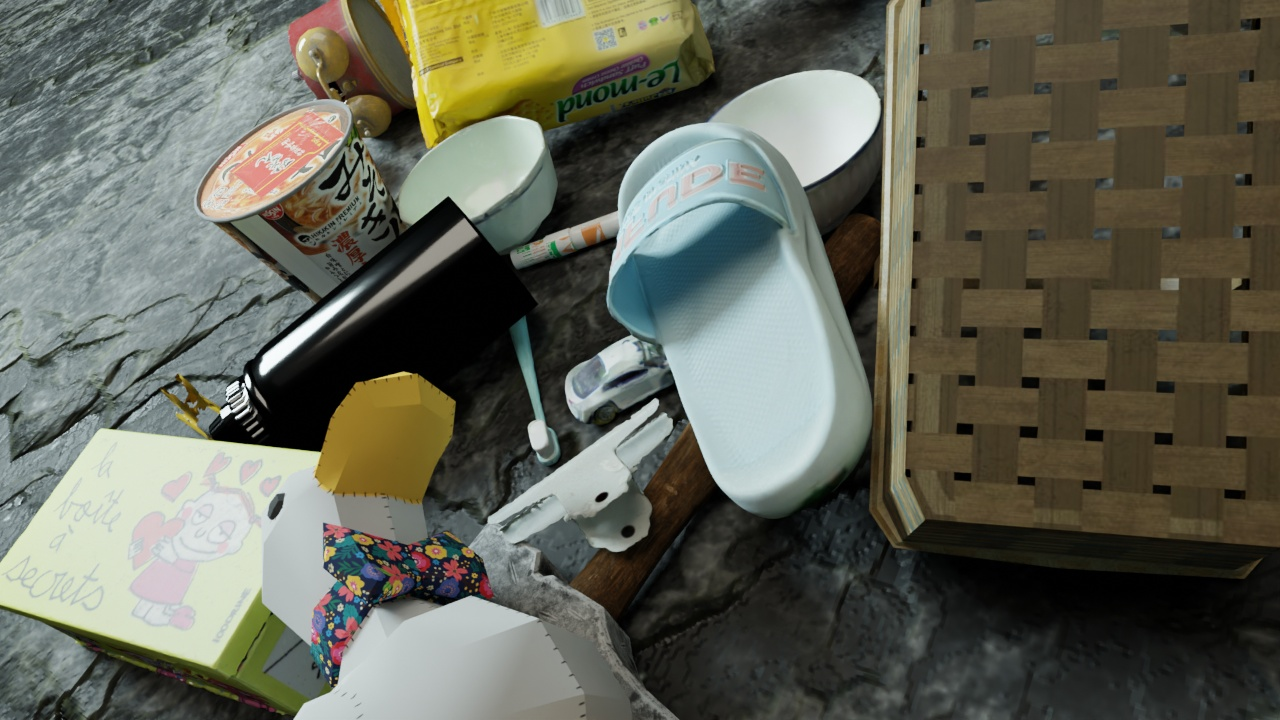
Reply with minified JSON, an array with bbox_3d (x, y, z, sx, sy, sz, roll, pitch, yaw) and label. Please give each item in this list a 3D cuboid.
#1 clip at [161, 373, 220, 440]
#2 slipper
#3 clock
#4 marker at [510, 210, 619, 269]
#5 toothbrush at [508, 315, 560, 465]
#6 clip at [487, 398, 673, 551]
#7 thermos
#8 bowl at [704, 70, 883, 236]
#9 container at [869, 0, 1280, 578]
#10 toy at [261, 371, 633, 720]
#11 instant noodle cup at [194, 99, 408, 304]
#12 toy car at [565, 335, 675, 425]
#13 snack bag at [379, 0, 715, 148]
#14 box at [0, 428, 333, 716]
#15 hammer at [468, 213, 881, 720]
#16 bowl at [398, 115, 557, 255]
[{"bbox_3d":[-0.313,0.030,0.650,0.054,0.049,0.044,21,28,39],"label":"clip"},{"bbox_3d":[0.034,-0.038,0.436,0.104,0.074,0.245,-44,41,27],"label":"slipper"},{"bbox_3d":[-0.266,-0.260,0.831,0.081,0.117,0.158,-24,37,11],"label":"clock"},{"bbox_3d":[-0.020,-0.092,0.625,0.146,0.017,0.017,-18,45,12],"label":"marker"},{"bbox_3d":[-0.073,-0.004,0.576,0.016,0.016,0.180,-26,43,5],"label":"toothbrush"},{"bbox_3d":[-0.022,0.057,0.425,0.101,0.046,0.056,-36,32,-7],"label":"clip"},{"bbox_3d":[-0.167,-0.005,0.566,0.198,0.086,0.086,-39,44,-1],"label":"thermos"},{"bbox_3d":[0.092,-0.113,0.551,0.118,0.062,0.117,-17,44,17],"label":"bowl"},{"bbox_3d":[0.172,-0.042,0.374,0.158,0.186,0.250,2,88,18],"label":"container"},{"bbox_3d":[-0.084,0.147,0.347,0.268,0.140,0.247,25,96,43],"label":"toy"},{"bbox_3d":[-0.228,-0.100,0.664,0.124,0.122,0.123,-14,46,15],"label":"instant noodle cup"},{"bbox_3d":[-0.003,0.003,0.524,0.090,0.027,0.038,-28,42,2],"label":"toy car"},{"bbox_3d":[-0.074,-0.261,0.694,0.247,0.068,0.159,-16,89,3],"label":"snack bag"},{"bbox_3d":[-0.253,0.112,0.518,0.221,0.082,0.124,5,54,30],"label":"box"},{"bbox_3d":[0.071,0.044,0.443,0.218,0.037,0.299,21,62,39],"label":"hammer"},{"bbox_3d":[-0.109,-0.115,0.660,0.117,0.061,0.117,-15,45,15],"label":"bowl"}]
